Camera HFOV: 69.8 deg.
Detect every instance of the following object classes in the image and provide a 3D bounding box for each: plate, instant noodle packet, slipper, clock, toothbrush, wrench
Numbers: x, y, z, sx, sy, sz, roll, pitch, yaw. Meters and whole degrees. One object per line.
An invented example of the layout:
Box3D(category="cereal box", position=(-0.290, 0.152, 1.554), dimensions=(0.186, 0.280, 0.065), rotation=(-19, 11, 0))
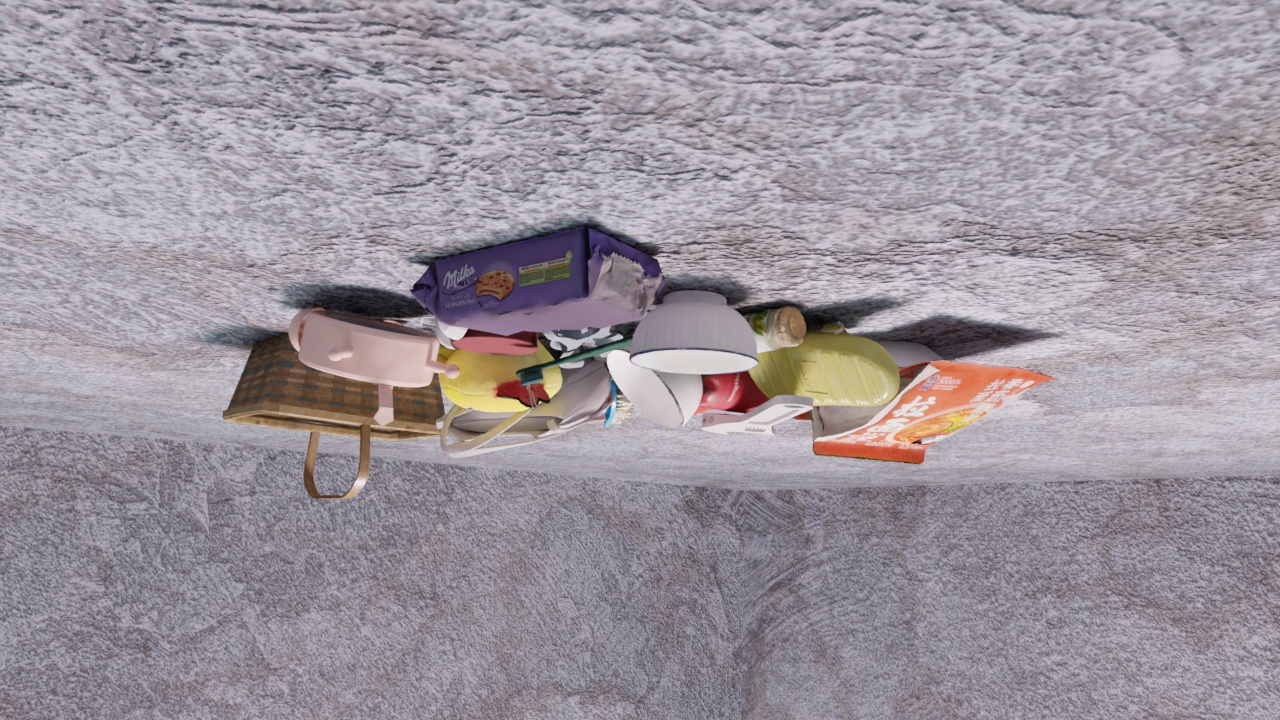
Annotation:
Box3D(category="plate", position=(0.274, 0.006, 1.028), dimensions=(0.174, 0.036, 0.174), rotation=(2, 169, 0))
Box3D(category="instant noodle packet", position=(0.308, 0.040, 0.993), dimensions=(0.164, 0.083, 0.222), rotation=(8, 156, -23))
Box3D(category="slipper", position=(0.183, -0.006, 0.913), dimensions=(0.191, 0.081, 0.091), rotation=(5, 133, 53))
Box3D(category="clock", position=(-0.151, -0.035, 0.894), dimensions=(0.124, 0.044, 0.087), rotation=(5, 169, -14))
Box3D(category="toothbrush", position=(-0.029, -0.009, 0.897), dimensions=(0.189, 0.017, 0.016), rotation=(-17, 168, -11))
Box3D(category="wrench", position=(0.122, 0.058, 0.976), dimensions=(0.086, 0.018, 0.273), rotation=(6, 170, -3))
Box3D(category="clock", position=(-0.275, -0.002, 0.922), dimensions=(0.131, 0.086, 0.160), rotation=(10, -169, -37))

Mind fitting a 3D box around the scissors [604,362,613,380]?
Box3D(category="scissors", position=(-0.048, 0.013, 1.179), dimensions=(0.150, 0.019, 0.131), rotation=(-1, 169, 19))

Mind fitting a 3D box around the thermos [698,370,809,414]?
Box3D(category="thermos", position=(0.158, 0.031, 1.088), dimensions=(0.239, 0.073, 0.073), rotation=(9, 167, -34))

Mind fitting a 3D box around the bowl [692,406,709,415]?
Box3D(category="bowl", position=(0.048, 0.044, 1.139), dimensions=(0.130, 0.045, 0.130), rotation=(-11, -175, 1))

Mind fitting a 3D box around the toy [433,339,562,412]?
Box3D(category="toy", position=(-0.167, 0.008, 1.017), dimensions=(0.133, 0.092, 0.208), rotation=(-1, -177, -35))

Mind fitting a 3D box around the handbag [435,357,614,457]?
Box3D(category="handbag", position=(-0.157, 0.070, 1.098), dimensions=(0.216, 0.095, 0.222), rotation=(-5, -162, 36))

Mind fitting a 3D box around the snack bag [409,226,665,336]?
Box3D(category="snack bag", position=(-0.086, -0.055, 0.744), dimensions=(0.206, 0.058, 0.096), rotation=(-7, 166, 38))

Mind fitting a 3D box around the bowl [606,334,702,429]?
Box3D(category="bowl", position=(0.024, 0.013, 0.995), dimensions=(0.113, 0.063, 0.114), rotation=(39, 157, 20))

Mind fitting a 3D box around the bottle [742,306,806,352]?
Box3D(category="bottle", position=(0.107, -0.025, 0.892), dimensions=(0.043, 0.043, 0.111), rotation=(12, 165, -41))

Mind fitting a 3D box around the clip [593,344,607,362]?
Box3D(category="clip", position=(-0.006, 0.005, 1.078), dimensions=(0.102, 0.053, 0.058), rotation=(4, 131, -5))

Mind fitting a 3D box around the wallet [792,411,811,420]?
Box3D(category="wallet", position=(0.203, 0.054, 1.198), dimensions=(0.087, 0.013, 0.120), rotation=(41, -161, 32))

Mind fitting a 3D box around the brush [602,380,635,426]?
Box3D(category="brush", position=(-0.049, 0.060, 1.322), dimensions=(0.075, 0.055, 0.136), rotation=(-1, 169, -7))

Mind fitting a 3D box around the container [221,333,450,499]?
Box3D(category="container", position=(-0.380, 0.081, 1.161), dimensions=(0.249, 0.186, 0.158), rotation=(13, 165, -42))

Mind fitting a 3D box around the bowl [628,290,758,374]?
Box3D(category="bowl", position=(0.050, -0.027, 0.843), dimensions=(0.118, 0.062, 0.118), rotation=(3, 169, 0))

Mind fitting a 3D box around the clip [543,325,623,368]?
Box3D(category="clip", position=(-0.040, -0.032, 0.902), dimensions=(0.106, 0.028, 0.163), rotation=(-24, 170, -1))
